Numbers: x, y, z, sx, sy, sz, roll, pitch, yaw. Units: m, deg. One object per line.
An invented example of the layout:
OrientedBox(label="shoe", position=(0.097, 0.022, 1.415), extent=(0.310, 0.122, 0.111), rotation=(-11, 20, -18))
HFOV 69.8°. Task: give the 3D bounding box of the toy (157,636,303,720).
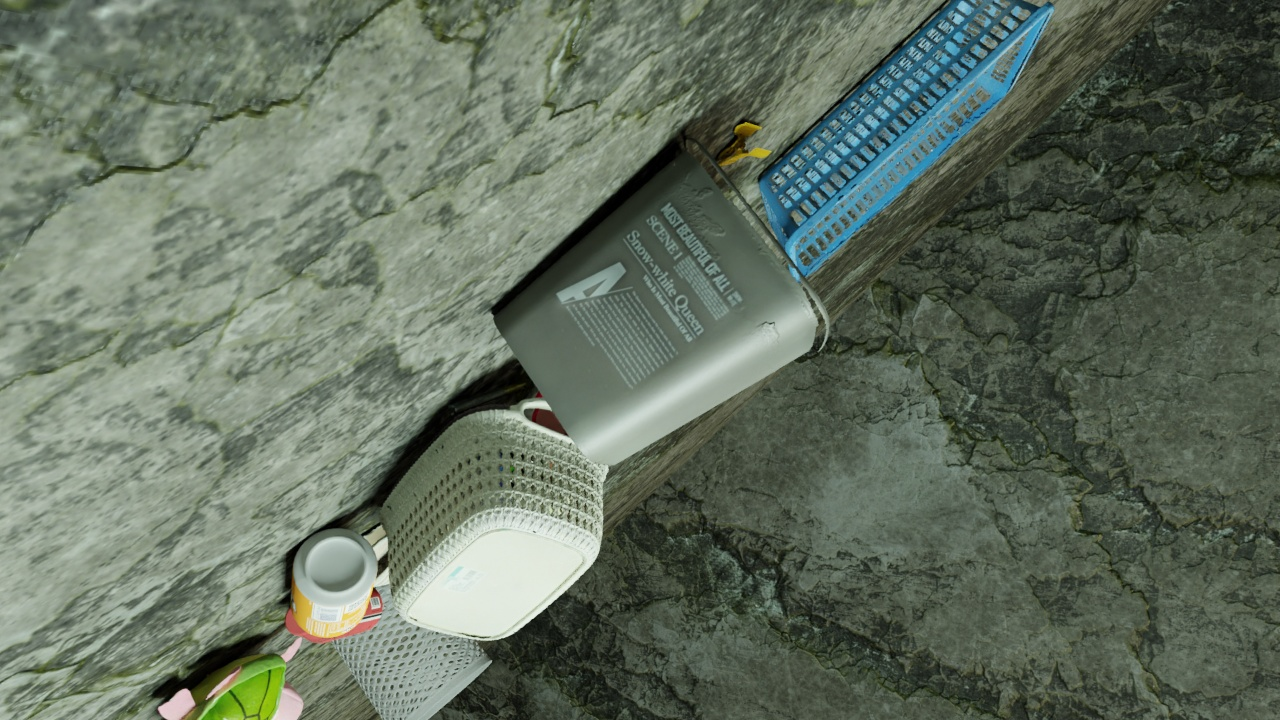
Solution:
OrientedBox(label="toy", position=(-0.460, 0.389, 1.040), extent=(0.189, 0.087, 0.239), rotation=(-39, 163, -18))

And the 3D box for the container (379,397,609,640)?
OrientedBox(label="container", position=(-0.146, 0.166, 0.911), extent=(0.184, 0.143, 0.252), rotation=(26, 125, -29))

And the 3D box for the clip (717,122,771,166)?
OrientedBox(label="clip", position=(0.095, -0.195, 0.843), extent=(0.054, 0.048, 0.046), rotation=(-20, 131, -65))

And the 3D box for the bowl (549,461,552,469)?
OrientedBox(label="bowl", position=(-0.125, 0.136, 1.270), extent=(0.101, 0.026, 0.114), rotation=(-29, 180, -22))

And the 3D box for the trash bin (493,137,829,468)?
OrientedBox(label="trash bin", position=(0.014, -0.033, 0.800), extent=(0.220, 0.197, 0.197), rotation=(-35, 168, 1))

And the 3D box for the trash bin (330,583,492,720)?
OrientedBox(label="trash bin", position=(-0.322, 0.392, 1.257), extent=(0.156, 0.183, 0.156), rotation=(-40, 169, -10))

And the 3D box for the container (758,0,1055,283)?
OrientedBox(label="container", position=(0.284, -0.259, 1.064), extent=(0.362, 0.089, 0.257), rotation=(-42, 169, 6))

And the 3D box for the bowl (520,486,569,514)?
OrientedBox(label="bowl", position=(-0.200, 0.265, 1.508), extent=(0.189, 0.060, 0.218), rotation=(-46, 167, 26))

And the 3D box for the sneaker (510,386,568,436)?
OrientedBox(label="sneaker", position=(-0.029, 0.014, 0.986), extent=(0.236, 0.090, 0.104), rotation=(-33, -171, -17))

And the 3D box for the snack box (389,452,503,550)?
OrientedBox(label="snack box", position=(-0.219, 0.169, 1.064), extent=(0.149, 0.027, 0.082), rotation=(-31, 128, -42))

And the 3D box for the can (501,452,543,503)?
OrientedBox(label="can", position=(-0.166, 0.147, 1.183), extent=(0.053, 0.054, 0.138), rotation=(-29, 163, -47))

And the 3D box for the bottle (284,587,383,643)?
OrientedBox(label="bottle", position=(-0.361, 0.296, 1.075), extent=(0.062, 0.062, 0.176), rotation=(-41, 169, -4))

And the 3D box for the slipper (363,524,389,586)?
OrientedBox(label="slipper", position=(-0.271, 0.223, 1.140), extent=(0.115, 0.054, 0.272), rotation=(-50, 167, 16))

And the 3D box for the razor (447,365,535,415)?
OrientedBox(label="razor", position=(-0.149, 0.035, 0.909), extent=(0.105, 0.026, 0.043), rotation=(-21, 159, -50))

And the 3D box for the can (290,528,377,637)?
OrientedBox(label="can", position=(-0.316, 0.232, 0.940), extent=(0.078, 0.079, 0.143), rotation=(-34, 167, -34))
